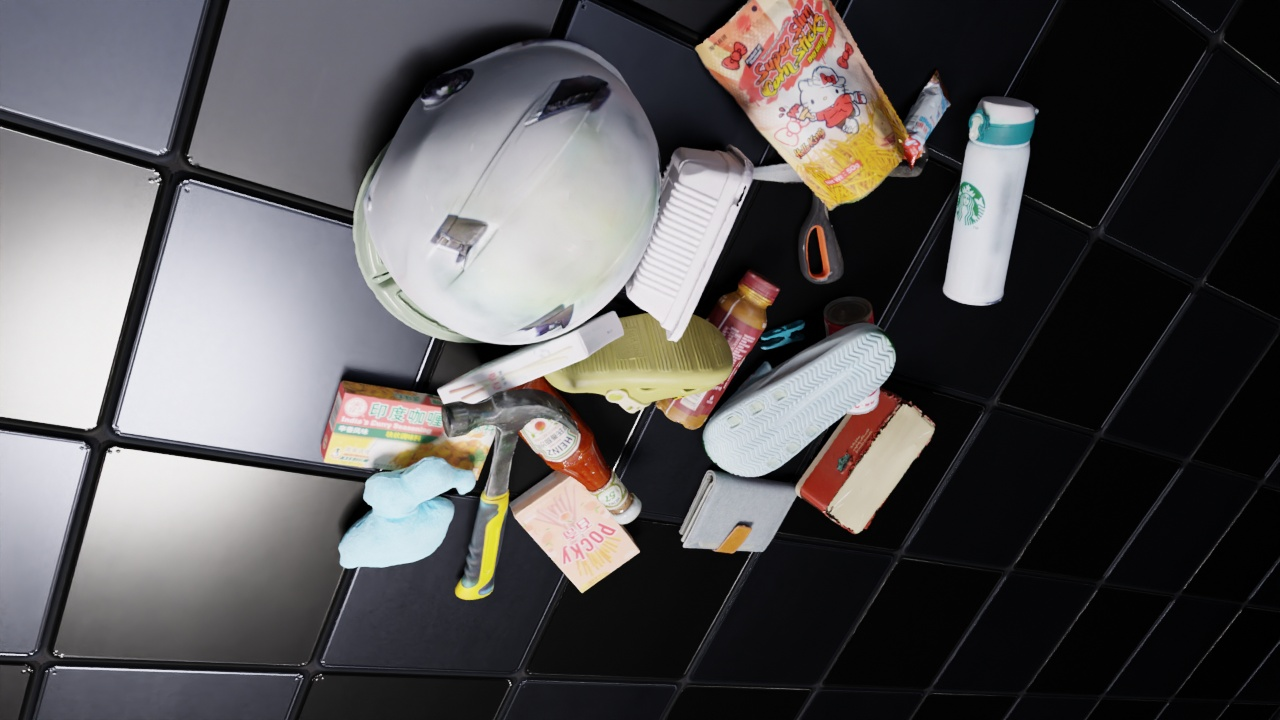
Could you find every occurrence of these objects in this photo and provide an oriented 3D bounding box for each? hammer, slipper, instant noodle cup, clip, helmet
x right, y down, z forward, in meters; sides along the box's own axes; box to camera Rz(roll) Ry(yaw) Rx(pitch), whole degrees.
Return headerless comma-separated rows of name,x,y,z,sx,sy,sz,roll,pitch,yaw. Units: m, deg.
hammer,-0.141,0.141,0.899,0.126,0.032,0.324,-9,141,-25
slipper,-0.005,0.005,0.916,0.190,0.091,0.082,-3,144,-8
instant noodle cup,0.036,-0.118,0.844,0.060,0.138,0.174,19,109,-10
clip,0.158,-0.028,1.017,0.057,0.014,0.046,-19,126,-16
slipper,0.168,0.036,1.020,0.246,0.074,0.104,-38,120,20
helmet,-0.082,-0.121,0.732,0.259,0.146,0.229,-43,127,2

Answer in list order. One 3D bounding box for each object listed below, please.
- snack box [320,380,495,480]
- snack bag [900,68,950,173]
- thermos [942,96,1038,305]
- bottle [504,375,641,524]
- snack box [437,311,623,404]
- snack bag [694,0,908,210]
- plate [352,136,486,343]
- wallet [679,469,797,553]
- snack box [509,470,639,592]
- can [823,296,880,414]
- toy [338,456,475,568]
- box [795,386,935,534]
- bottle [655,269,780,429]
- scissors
snack box,-0.219,0.069,0.886,0.155,0.027,0.077,12,113,-30
snack bag,0.287,-0.244,0.934,0.104,0.026,0.048,-53,126,-14
thermos,0.380,-0.174,1.005,0.073,0.073,0.225,-13,122,-19
bottle,-0.068,0.094,0.937,0.060,0.060,0.206,-39,119,-1
snack box,-0.098,0.001,0.828,0.157,0.084,0.027,-22,97,25
snack bag,0.159,-0.250,0.855,0.128,0.073,0.208,-42,114,2
plate,-0.136,-0.115,0.819,0.229,0.027,0.231,-12,122,-20
wallet,0.119,0.189,1.110,0.129,0.037,0.107,12,110,-32
snack box,-0.071,0.188,1.026,0.084,0.026,0.157,-35,126,-4
can,0.242,-0.004,1.047,0.053,0.053,0.133,-24,125,-12
toy,-0.232,0.156,0.909,0.161,0.049,0.156,-21,138,-5
box,0.278,0.123,1.108,0.091,0.078,0.168,35,91,-35
bottle,0.083,-0.012,0.963,0.057,0.057,0.175,23,106,-34
scissors,0.202,-0.187,0.940,0.220,0.021,0.231,-23,123,-13
